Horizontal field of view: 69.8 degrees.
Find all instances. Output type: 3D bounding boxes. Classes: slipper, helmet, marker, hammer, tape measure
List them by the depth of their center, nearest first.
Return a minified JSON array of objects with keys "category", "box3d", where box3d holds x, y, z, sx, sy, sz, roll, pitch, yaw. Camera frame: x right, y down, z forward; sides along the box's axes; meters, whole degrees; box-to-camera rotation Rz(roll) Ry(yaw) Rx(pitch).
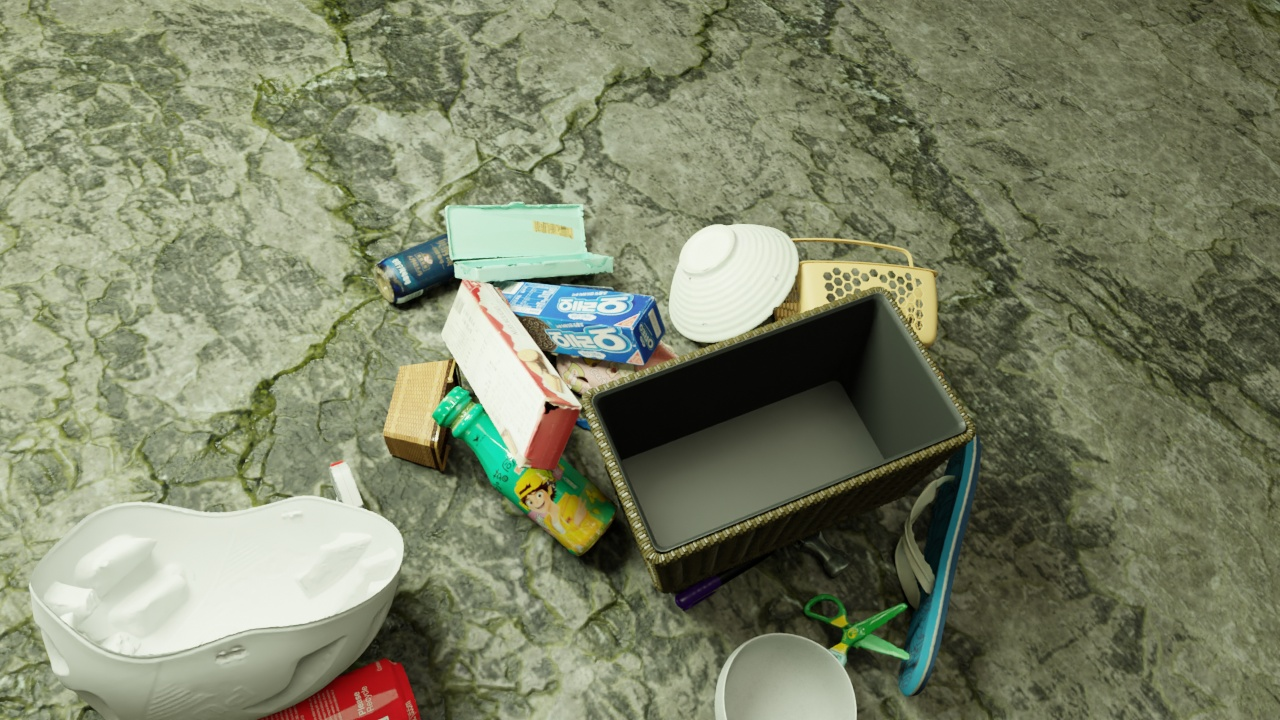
[{"category":"helmet","box3d":[-0.340,0.200,0.777,0.282,0.184,0.224,-17,26,-8]},{"category":"tape measure","box3d":[-0.296,0.134,0.922,0.020,0.062,0.060,-20,66,-23]},{"category":"marker","box3d":[0.093,0.227,0.970,0.133,0.015,0.018,-24,92,-25]},{"category":"slipper","box3d":[0.301,0.207,0.974,0.060,0.118,0.294,16,61,13]},{"category":"slipper","box3d":[-0.006,0.006,1.048,0.197,0.082,0.093,22,55,14]},{"category":"hammer","box3d":[0.273,0.103,1.085,0.133,0.033,0.332,41,57,17]}]

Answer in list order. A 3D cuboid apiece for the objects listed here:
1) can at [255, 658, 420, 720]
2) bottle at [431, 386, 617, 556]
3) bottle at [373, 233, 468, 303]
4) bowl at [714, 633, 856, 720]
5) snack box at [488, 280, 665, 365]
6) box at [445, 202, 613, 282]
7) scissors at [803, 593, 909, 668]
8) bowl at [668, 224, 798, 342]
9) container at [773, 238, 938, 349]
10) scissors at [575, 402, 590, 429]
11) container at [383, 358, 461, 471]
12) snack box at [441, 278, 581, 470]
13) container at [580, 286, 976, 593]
[{"category":"can","box3d":[-0.268,0.318,0.795,0.142,0.075,0.074,-18,62,-22]},{"category":"bottle","box3d":[-0.121,0.109,0.939,0.209,0.068,0.067,41,56,-3]},{"category":"bottle","box3d":[-0.240,-0.121,1.109,0.160,0.056,0.056,-28,66,-28]},{"category":"bowl","box3d":[0.134,0.333,0.875,0.131,0.064,0.131,5,57,-7]},{"category":"snack box","box3d":[-0.085,-0.046,1.030,0.227,0.059,0.059,8,47,30]},{"category":"box","box3d":[-0.131,-0.143,1.104,0.187,0.078,0.109,-5,85,-34]},{"category":"scissors","box3d":[0.211,0.282,0.920,0.128,0.012,0.121,13,67,46]},{"category":"bowl","box3d":[0.095,-0.113,1.105,0.178,0.071,0.177,-22,45,24]},{"category":"container","box3d":[0.266,-0.082,1.148,0.183,0.129,0.166,3,65,-10]},{"category":"scissors","box3d":[-0.106,0.061,1.043,0.129,0.014,0.127,-10,55,-14]},{"category":"container","box3d":[-0.234,0.056,0.990,0.061,0.063,0.113,5,55,0]},{"category":"snack box","box3d":[-0.136,0.006,0.930,0.044,0.077,0.273,12,21,-34]},{"category":"container","box3d":[0.123,0.095,0.917,0.320,0.205,0.176,-20,64,-11]}]
